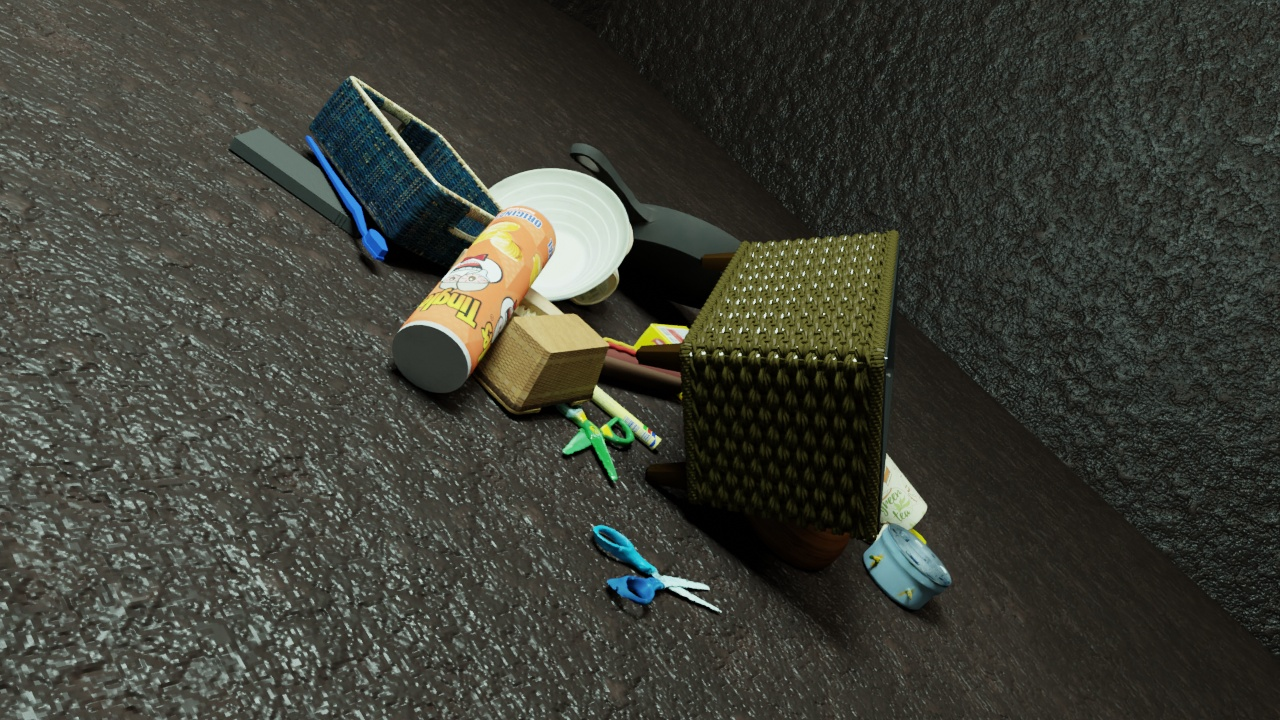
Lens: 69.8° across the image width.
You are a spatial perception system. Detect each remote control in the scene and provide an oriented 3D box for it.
[{"bbox_3d":[-0.305,-0.164,0.842,0.133,0.013,0.058,36,20,-10],"label":"remote control"}]

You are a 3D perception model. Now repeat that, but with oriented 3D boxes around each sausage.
[{"bbox_3d":[-0.006,0.006,0.972,0.155,0.040,0.040,17,29,-48],"label":"sausage"}]

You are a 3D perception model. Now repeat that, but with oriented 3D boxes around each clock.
[{"bbox_3d":[0.296,0.227,1.015,0.089,0.052,0.124,46,20,23],"label":"clock"}]

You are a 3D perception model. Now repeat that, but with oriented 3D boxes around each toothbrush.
[{"bbox_3d":[-0.271,-0.154,0.838,0.016,0.011,0.186,14,33,-53],"label":"toothbrush"}]

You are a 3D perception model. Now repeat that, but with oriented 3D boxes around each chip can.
[{"bbox_3d":[-0.132,-0.058,0.767,0.062,0.062,0.209,36,36,-9],"label":"chip can"}]

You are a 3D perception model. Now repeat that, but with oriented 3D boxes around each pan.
[{"bbox_3d":[0.016,-0.152,1.148,0.249,0.043,0.356,11,-18,38],"label":"pan"}]

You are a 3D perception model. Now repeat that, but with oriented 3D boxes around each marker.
[{"bbox_3d":[-0.035,0.039,0.883,0.132,0.014,0.014,40,20,1],"label":"marker"}]

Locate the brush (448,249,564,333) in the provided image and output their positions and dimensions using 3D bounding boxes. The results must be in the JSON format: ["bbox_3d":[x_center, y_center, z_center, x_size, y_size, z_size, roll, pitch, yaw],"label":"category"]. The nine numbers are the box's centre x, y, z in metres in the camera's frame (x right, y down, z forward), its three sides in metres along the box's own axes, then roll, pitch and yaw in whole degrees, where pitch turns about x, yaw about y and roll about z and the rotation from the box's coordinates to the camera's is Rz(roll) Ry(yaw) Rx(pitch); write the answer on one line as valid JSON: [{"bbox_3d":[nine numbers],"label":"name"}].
[{"bbox_3d":[-0.130,-0.052,0.865,0.117,0.049,0.039,36,42,-12],"label":"brush"}]

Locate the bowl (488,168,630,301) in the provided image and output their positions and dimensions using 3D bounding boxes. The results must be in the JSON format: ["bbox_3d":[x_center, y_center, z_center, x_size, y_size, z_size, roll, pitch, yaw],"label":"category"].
[{"bbox_3d":[-0.099,-0.122,0.990,0.176,0.176,0.058,49,-19,24],"label":"bowl"}]

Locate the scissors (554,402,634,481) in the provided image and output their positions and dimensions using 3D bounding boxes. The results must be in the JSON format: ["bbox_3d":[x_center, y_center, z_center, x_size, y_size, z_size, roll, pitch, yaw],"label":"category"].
[{"bbox_3d":[-0.049,0.059,0.817,0.119,0.012,0.128,40,20,9],"label":"scissors"}]

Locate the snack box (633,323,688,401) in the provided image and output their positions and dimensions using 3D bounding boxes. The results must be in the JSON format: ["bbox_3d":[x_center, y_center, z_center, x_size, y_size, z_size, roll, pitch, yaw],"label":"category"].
[{"bbox_3d":[0.086,0.038,1.063,0.200,0.042,0.092,47,21,20],"label":"snack box"}]

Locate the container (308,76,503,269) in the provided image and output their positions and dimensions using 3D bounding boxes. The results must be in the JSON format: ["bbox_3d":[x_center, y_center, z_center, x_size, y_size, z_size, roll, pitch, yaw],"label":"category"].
[{"bbox_3d":[-0.221,-0.175,0.904,0.187,0.071,0.145,50,12,27],"label":"container"}]

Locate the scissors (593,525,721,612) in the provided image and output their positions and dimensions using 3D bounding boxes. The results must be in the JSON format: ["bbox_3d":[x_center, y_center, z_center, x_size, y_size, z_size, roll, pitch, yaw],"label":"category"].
[{"bbox_3d":[0.019,0.175,0.692,0.135,0.016,0.086,35,15,-25],"label":"scissors"}]

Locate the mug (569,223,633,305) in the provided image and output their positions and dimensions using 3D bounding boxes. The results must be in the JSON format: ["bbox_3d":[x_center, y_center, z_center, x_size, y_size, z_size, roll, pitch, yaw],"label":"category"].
[{"bbox_3d":[-0.059,-0.129,1.068,0.085,0.112,0.104,38,23,-52],"label":"mug"}]

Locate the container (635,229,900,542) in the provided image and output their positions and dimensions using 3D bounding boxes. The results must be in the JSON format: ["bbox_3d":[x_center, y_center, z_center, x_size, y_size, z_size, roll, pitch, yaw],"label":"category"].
[{"bbox_3d":[0.134,0.003,0.880,0.205,0.177,0.320,3,26,16],"label":"container"}]

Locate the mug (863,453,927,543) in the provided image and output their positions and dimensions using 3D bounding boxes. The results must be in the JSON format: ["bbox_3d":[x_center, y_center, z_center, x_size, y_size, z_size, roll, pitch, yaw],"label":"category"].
[{"bbox_3d":[0.282,0.170,1.100,0.097,0.081,0.121,45,43,3],"label":"mug"}]

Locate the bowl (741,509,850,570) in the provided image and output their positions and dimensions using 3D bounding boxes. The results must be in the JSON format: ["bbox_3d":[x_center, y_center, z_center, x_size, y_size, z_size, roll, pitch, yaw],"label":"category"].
[{"bbox_3d":[0.168,0.128,0.917,0.147,0.069,0.147,29,38,-26],"label":"bowl"}]

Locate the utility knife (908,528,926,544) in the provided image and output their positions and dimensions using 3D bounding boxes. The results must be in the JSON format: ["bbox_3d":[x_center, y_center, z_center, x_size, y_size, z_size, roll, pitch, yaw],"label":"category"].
[{"bbox_3d":[0.291,0.178,1.162,0.171,0.020,0.028,42,18,10],"label":"utility knife"}]

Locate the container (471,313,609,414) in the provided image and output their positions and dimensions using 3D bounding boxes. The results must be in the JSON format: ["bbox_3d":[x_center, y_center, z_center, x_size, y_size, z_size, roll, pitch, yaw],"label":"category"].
[{"bbox_3d":[-0.081,0.000,0.797,0.063,0.061,0.113,42,25,23],"label":"container"}]
